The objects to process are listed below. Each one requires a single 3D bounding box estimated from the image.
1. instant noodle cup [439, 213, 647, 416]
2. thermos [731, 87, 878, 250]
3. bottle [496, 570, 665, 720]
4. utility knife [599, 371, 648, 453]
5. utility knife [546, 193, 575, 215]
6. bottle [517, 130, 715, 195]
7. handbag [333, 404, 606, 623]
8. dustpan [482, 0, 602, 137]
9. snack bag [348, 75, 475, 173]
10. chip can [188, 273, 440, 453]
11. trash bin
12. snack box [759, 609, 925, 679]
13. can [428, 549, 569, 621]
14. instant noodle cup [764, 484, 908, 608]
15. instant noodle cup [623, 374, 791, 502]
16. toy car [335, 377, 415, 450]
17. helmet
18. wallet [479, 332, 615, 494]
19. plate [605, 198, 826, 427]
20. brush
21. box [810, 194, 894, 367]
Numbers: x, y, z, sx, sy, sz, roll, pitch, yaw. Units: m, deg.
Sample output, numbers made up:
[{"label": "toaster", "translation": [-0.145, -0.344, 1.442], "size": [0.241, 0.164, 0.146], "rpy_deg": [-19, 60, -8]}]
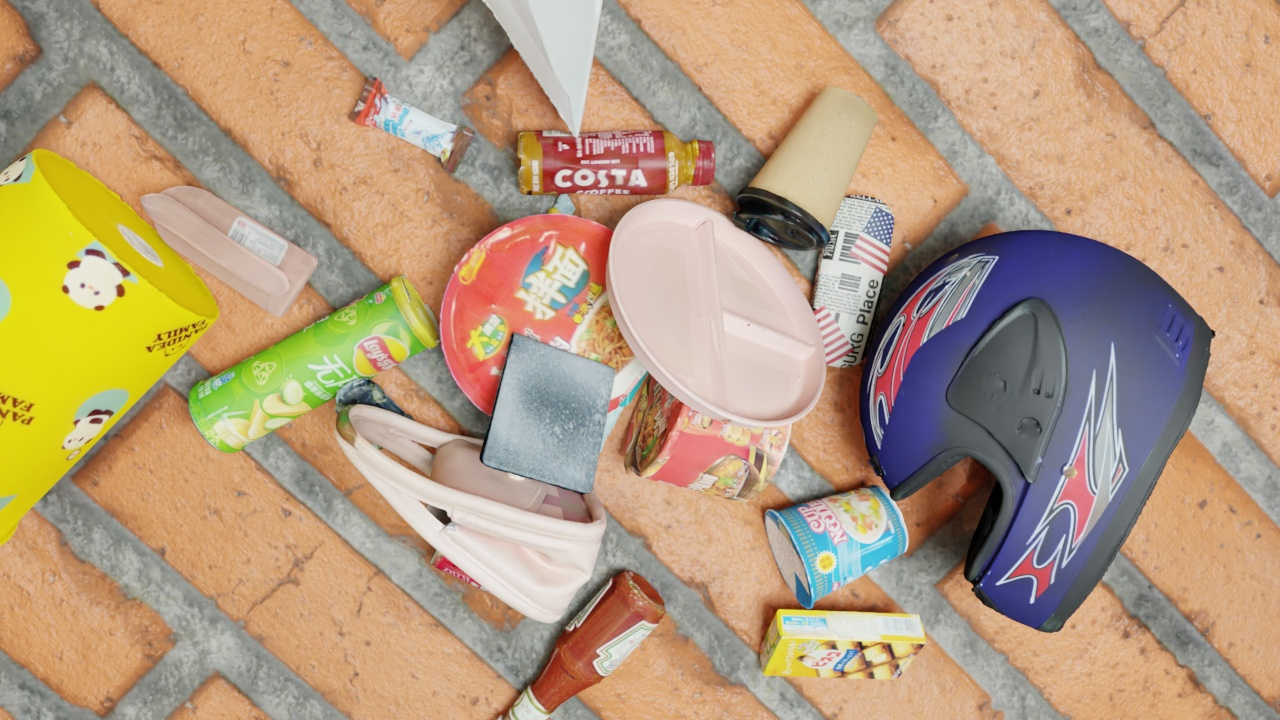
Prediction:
[{"label": "instant noodle cup", "translation": [-0.083, -0.035, 0.821], "size": [0.193, 0.066, 0.194], "rpy_deg": [-3, 102, -15]}, {"label": "thermos", "translation": [0.152, -0.169, 0.828], "size": [0.093, 0.093, 0.143], "rpy_deg": [30, 86, -7]}, {"label": "bottle", "translation": [-0.063, 0.290, 0.877], "size": [0.060, 0.059, 0.206], "rpy_deg": [42, 95, -8]}, {"label": "utility knife", "translation": [-0.005, 0.005, 0.869], "size": [0.029, 0.013, 0.218], "rpy_deg": [29, 91, -9]}, {"label": "utility knife", "translation": [-0.104, -0.078, 0.851], "size": [0.033, 0.015, 0.171], "rpy_deg": [26, 94, -10]}, {"label": "bottle", "translation": [-0.022, -0.178, 0.824], "size": [0.175, 0.057, 0.057], "rpy_deg": [-1, 97, -4]}, {"label": "handbag", "translation": [-0.149, 0.106, 0.770], "size": [0.234, 0.193, 0.093], "rpy_deg": [29, 95, -14]}, {"label": "dustpan", "translation": [-0.057, -0.356, 0.718], "size": [0.143, 0.222, 0.257], "rpy_deg": [-22, 74, 8]}, {"label": "snack bag", "translation": [-0.204, -0.211, 0.823], "size": [0.104, 0.026, 0.048], "rpy_deg": [29, 105, -7]}, {"label": "chip can", "translation": [-0.291, 0.005, 0.818], "size": [0.221, 0.072, 0.072], "rpy_deg": [-29, 98, 0]}, {"label": "trash bin", "translation": [-0.504, -0.016, 0.733], "size": [0.255, 0.230, 0.229], "rpy_deg": [-43, 98, -5]}, {"label": "snack box", "translation": [0.192, 0.274, 0.883], "size": [0.140, 0.033, 0.087], "rpy_deg": [5, 138, -4]}, {"label": "can", "translation": [-0.127, 0.195, 0.862], "size": [0.132, 0.053, 0.053], "rpy_deg": [27, 94, -7]}, {"label": "instant noodle cup", "translation": [0.188, 0.168, 0.869], "size": [0.110, 0.099, 0.099], "rpy_deg": [-20, 98, -10]}, {"label": "instant noodle cup", "translation": [0.063, 0.058, 0.826], "size": [0.108, 0.138, 0.138], "rpy_deg": [22, 94, -15]}, {"label": "toy car", "translation": [-0.237, 0.046, 0.826], "size": [0.043, 0.034, 0.090], "rpy_deg": [-28, 141, 4]}, {"label": "helmet", "translation": [0.308, 0.042, 0.787], "size": [0.240, 0.247, 0.315], "rpy_deg": [26, 98, 21]}, {"label": "wallet", "translation": [-0.076, 0.045, 0.768], "size": [0.097, 0.019, 0.120], "rpy_deg": [19, 63, -18]}, {"label": "plate", "translation": [0.065, -0.041, 0.790], "size": [0.229, 0.228, 0.028], "rpy_deg": [41, 133, -8]}, {"label": "brush", "translation": [-0.360, -0.102, 0.801], "size": [0.145, 0.073, 0.063], "rpy_deg": [34, 94, -6]}, {"label": "box", "translation": [0.196, -0.073, 0.866], "size": [0.068, 0.051, 0.164], "rpy_deg": [10, 97, -15]}]
